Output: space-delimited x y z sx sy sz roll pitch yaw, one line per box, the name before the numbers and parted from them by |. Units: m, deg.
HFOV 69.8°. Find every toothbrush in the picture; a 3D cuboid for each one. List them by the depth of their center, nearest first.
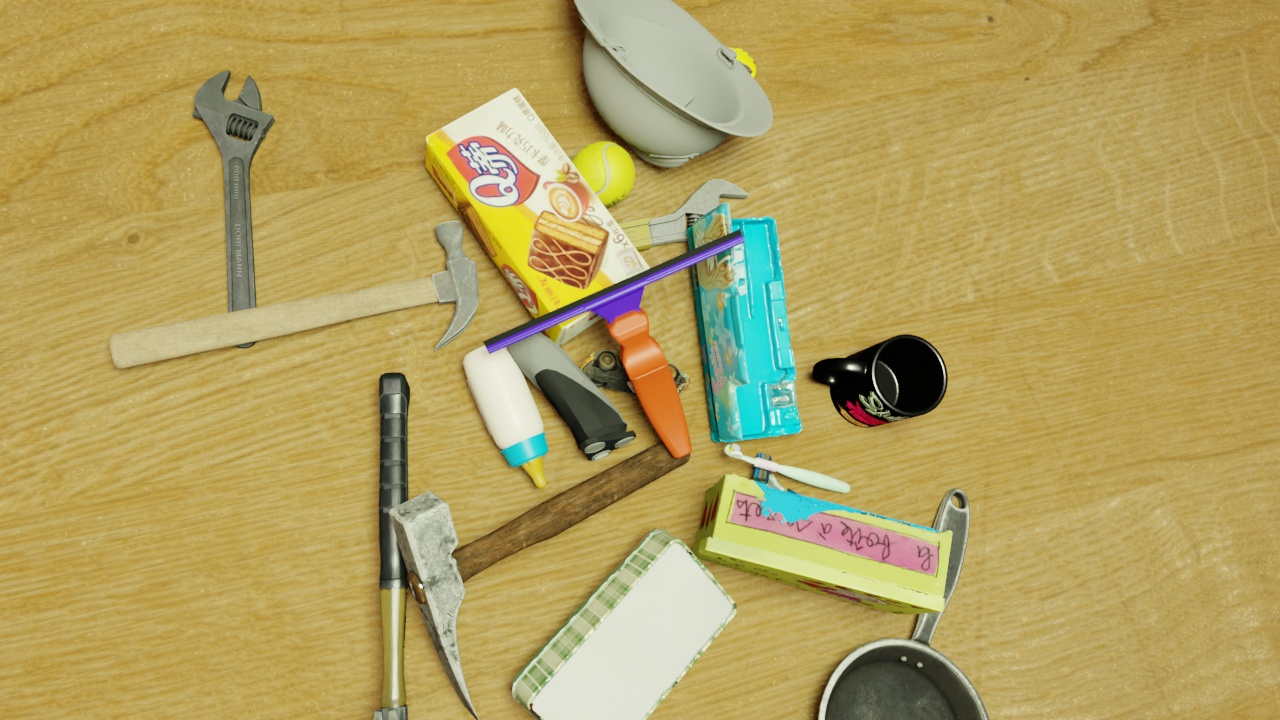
toothbrush | 0.152 0.111 0.931 0.154 0.022 0.015 20 99 -24

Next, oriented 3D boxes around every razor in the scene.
razor | -0.070 0.029 0.879 0.057 0.060 0.156 -32 98 24
razor | 0.174 0.148 0.945 0.144 0.022 0.042 34 38 -9

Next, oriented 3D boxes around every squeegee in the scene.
squeegee | 0.007 0.009 0.858 0.249 0.055 0.185 -24 109 -2

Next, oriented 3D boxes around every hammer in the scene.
hammer | -0.218 0.175 0.812 0.025 0.118 0.332 -2 75 -9
hammer | -0.312 -0.045 0.856 0.330 0.031 0.119 -13 83 -19
hammer | -0.067 0.175 0.859 0.299 0.037 0.218 -24 115 -31

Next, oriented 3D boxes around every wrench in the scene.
wrench | -0.384 -0.146 0.874 0.073 0.018 0.273 -3 82 -14
wrench | -0.010 -0.133 0.955 0.273 0.018 0.083 -12 83 -15

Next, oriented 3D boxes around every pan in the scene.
pan | 0.283 0.297 0.927 0.187 0.055 0.355 23 63 -5

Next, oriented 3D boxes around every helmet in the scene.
helmet | 0.008 -0.275 0.939 0.183 0.118 0.271 -13 56 -42

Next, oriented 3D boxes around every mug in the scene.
mug | 0.236 0.019 0.941 0.118 0.098 0.081 12 77 -10

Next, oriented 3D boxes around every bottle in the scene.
bottle | -0.122 0.055 0.877 0.051 0.051 0.146 -23 85 -16

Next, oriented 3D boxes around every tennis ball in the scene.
tennis ball | -0.039 -0.189 0.934 0.065 0.065 0.065 2 79 -13

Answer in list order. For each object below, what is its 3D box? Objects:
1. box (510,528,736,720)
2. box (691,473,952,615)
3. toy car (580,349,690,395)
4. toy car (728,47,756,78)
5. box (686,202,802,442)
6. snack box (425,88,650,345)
box | -0.012 0.265 0.851 0.205 0.049 0.117 -46 115 -15
box | 0.164 0.177 0.870 0.221 0.124 0.080 13 74 -3
toy car | -0.006 0.006 0.917 0.112 0.047 0.047 11 55 -16
toy car | 0.095 -0.297 1.005 0.049 0.030 0.106 22 74 -7
box | 0.115 -0.036 0.903 0.098 0.121 0.226 -6 86 -14
snack box | -0.103 -0.139 0.893 0.110 0.062 0.230 -34 84 -18
